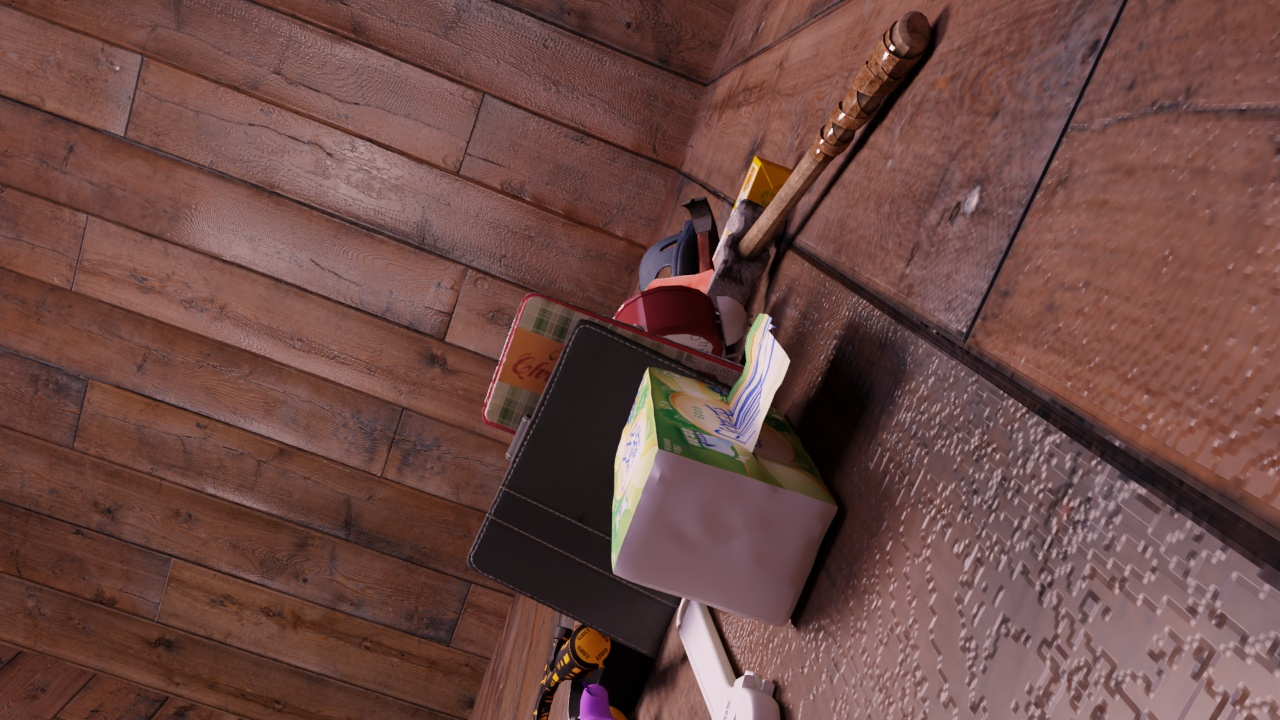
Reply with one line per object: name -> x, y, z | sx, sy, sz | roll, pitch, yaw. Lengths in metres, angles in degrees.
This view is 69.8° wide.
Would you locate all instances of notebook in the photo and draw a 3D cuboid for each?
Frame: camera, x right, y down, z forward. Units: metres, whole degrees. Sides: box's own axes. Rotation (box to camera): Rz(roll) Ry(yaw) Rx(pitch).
notebook -> -0.020, 0.093, 0.688 | 0.209, 0.169, 0.029 | -65, -8, -1

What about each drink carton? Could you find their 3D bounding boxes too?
drink carton -> 0.113, -0.138, 0.926 | 0.058, 0.040, 0.123 | -86, 17, -70

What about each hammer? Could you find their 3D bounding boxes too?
hammer -> -0.068, 0.284, 0.838 | 0.321, 0.036, 0.123 | 116, 170, -63
hammer -> 0.134, -0.151, 0.741 | 0.121, 0.049, 0.320 | -66, 6, -31
hammer -> 0.074, -0.080, 0.997 | 0.300, 0.028, 0.111 | -88, -20, -52

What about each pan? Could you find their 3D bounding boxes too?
pan -> 0.009, 0.172, 0.839 | 0.204, 0.044, 0.356 | -91, 22, -75

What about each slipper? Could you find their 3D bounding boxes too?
slipper -> 0.040, -0.109, 1.133 | 0.263, 0.083, 0.101 | -73, -32, -64

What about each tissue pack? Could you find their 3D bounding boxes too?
tissue pack -> 0.053, 0.043, 0.554 | 0.197, 0.120, 0.141 | -115, 43, -74

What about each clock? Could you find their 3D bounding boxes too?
clock -> 0.035, -0.020, 0.810 | 0.096, 0.137, 0.048 | 116, 151, -50

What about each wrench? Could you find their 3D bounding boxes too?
wrench -> 0.045, 0.193, 0.569 | 0.273, 0.018, 0.066 | -151, 80, -85

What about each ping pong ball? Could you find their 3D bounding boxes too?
ping pong ball -> -0.029, 0.306, 0.756 | 0.040, 0.040, 0.040 | -162, 92, -84

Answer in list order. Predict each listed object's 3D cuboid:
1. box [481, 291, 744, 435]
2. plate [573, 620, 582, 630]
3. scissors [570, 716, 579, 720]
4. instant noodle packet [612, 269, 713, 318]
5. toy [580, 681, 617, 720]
box -> -0.013, 0.031, 0.730 | 0.050, 0.205, 0.117 | 35, -104, -88
plate -> -0.047, 0.276, 1.105 | 0.131, 0.025, 0.131 | -162, 92, -84
scissors -> -0.059, 0.350, 0.746 | 0.019, 0.126, 0.144 | 28, 88, 50
instant noodle packet -> -0.006, 0.006, 0.951 | 0.220, 0.084, 0.164 | -59, 19, -10
toy -> -0.028, 0.303, 0.691 | 0.106, 0.056, 0.088 | -119, 45, -74
